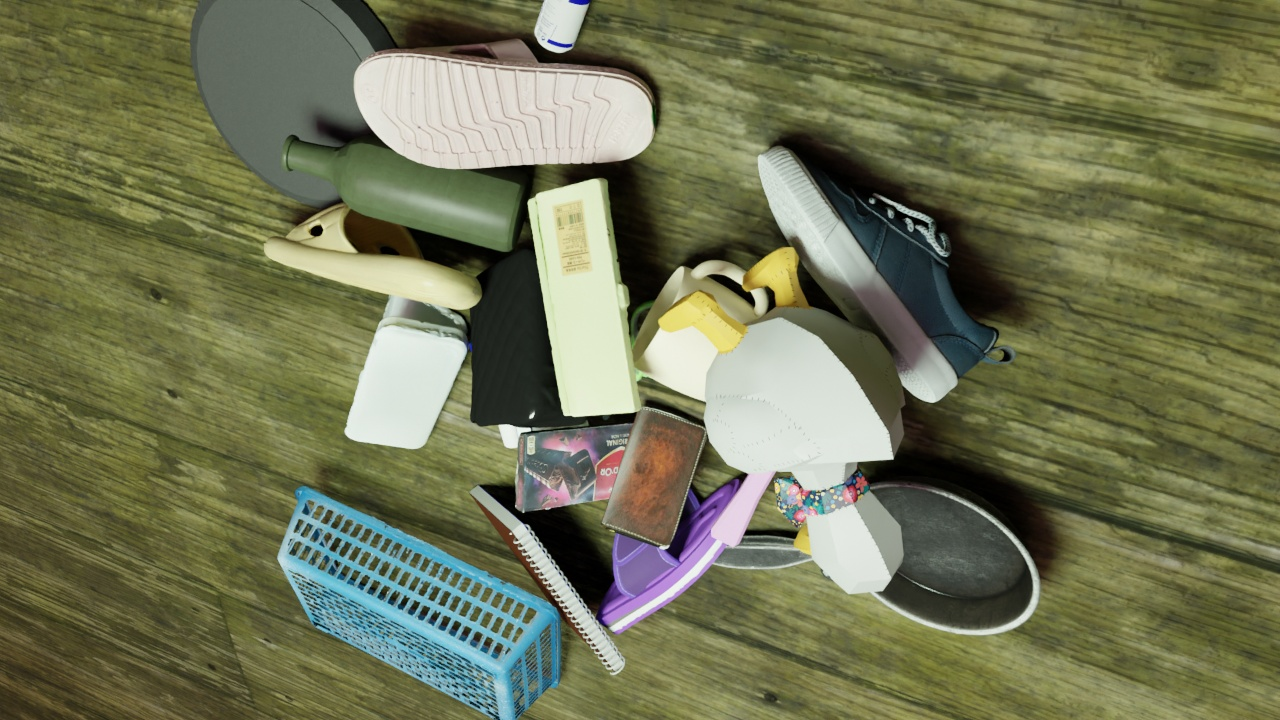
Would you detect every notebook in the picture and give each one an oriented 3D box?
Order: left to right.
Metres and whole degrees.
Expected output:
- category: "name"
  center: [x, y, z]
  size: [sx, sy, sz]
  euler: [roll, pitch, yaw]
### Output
- category: "notebook"
  center: [-0.107, 0.244, 1.034]
  size: [0.209, 0.022, 0.172]
  euler: [59, 162, -20]

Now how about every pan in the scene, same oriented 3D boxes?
- category: "pan"
  center: [-0.298, -0.291, 0.790]
  size: [0.225, 0.034, 0.357]
  euler: [20, 130, 10]
- category: "pan"
  center: [0.201, 0.183, 0.888]
  size: [0.358, 0.055, 0.187]
  euler: [-4, 123, 42]

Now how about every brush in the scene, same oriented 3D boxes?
- category: "brush"
  center: [0.123, 0.075, 0.798]
  size: [0.089, 0.043, 0.229]
  euler: [26, 109, -2]

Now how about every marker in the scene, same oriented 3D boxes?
- category: "marker"
  center: [-0.148, 0.034, 0.957]
  size: [0.023, 0.027, 0.133]
  euler: [20, 133, 39]

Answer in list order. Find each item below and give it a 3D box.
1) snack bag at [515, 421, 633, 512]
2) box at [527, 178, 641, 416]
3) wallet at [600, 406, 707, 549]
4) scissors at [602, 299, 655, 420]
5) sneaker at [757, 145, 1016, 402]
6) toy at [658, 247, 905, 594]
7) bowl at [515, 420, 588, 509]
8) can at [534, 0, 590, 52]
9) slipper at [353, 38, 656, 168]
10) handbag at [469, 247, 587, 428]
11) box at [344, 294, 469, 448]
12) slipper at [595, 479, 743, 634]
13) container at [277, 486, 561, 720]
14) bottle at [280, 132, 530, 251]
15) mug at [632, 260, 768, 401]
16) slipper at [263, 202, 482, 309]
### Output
- category: "snack bag"
  center: [-0.051, 0.099, 0.877]
  size: [0.018, 0.155, 0.074]
  euler: [10, 100, 50]
- category: "box"
  center: [-0.035, -0.050, 0.764]
  size: [0.092, 0.083, 0.188]
  euler: [-5, 95, 29]
- category: "wallet"
  center: [0.013, 0.111, 0.875]
  size: [0.072, 0.122, 0.019]
  euler: [18, 160, 3]
- category: "scissors"
  center: [0.002, 0.012, 0.879]
  size: [0.160, 0.024, 0.172]
  euler: [26, 135, -2]
- category: "sneaker"
  center: [0.181, -0.077, 0.686]
  size: [0.087, 0.089, 0.235]
  euler: [-37, 88, -1]
- category: "toy"
  center: [0.127, 0.052, 0.674]
  size: [0.267, 0.140, 0.247]
  euler: [62, 169, 4]
- category: "bowl"
  center: [-0.083, 0.085, 0.927]
  size: [0.062, 0.118, 0.118]
  euler: [-16, 126, -16]
- category: "can"
  center: [-0.051, -0.278, 0.683]
  size: [0.032, 0.032, 0.095]
  euler: [31, 131, 2]
- category: "slipper"
  center: [-0.106, -0.208, 0.742]
  size: [0.239, 0.064, 0.094]
  euler: [4, 129, 2]
- category: "handbag"
  center: [-0.094, -0.012, 0.841]
  size: [0.125, 0.114, 0.153]
  euler: [-12, 80, 44]
- category: "box"
  center: [-0.250, 0.029, 0.969]
  size: [0.122, 0.083, 0.216]
  euler: [32, 130, 6]
- category: "slipper"
  center: [0.005, 0.195, 0.956]
  size: [0.084, 0.107, 0.267]
  euler: [37, 135, -3]
- category: "container"
  center: [-0.278, 0.319, 1.140]
  size: [0.362, 0.089, 0.258]
  euler: [22, 143, 13]
- category: "bottle"
  center: [-0.202, -0.152, 0.791]
  size: [0.207, 0.071, 0.072]
  euler: [14, 130, -3]
- category: "mug"
  center: [0.063, -0.024, 0.775]
  size: [0.099, 0.096, 0.120]
  euler: [28, 117, -10]
- category: "slipper"
  center: [-0.243, -0.103, 0.859]
  size: [0.262, 0.079, 0.111]
  euler: [14, 175, 37]
